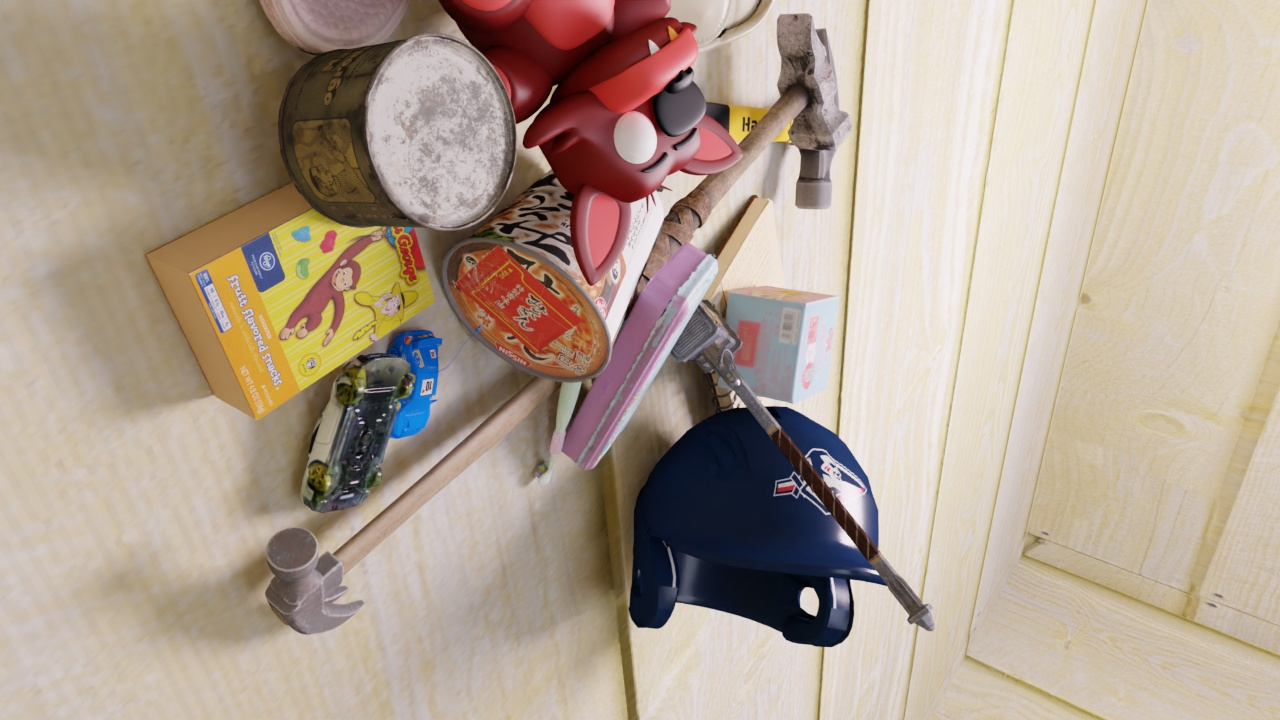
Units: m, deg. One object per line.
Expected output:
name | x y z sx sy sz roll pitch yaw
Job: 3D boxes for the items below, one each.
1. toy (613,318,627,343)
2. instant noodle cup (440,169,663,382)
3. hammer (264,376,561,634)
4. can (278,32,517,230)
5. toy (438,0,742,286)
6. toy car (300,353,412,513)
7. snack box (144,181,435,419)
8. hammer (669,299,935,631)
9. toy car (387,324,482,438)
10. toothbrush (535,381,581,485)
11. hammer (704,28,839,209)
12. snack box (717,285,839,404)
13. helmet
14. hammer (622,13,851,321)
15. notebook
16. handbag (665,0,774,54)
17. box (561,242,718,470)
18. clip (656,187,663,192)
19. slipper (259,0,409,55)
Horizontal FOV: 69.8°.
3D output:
toy | -0.005 -0.062 0.756 0.084 0.033 0.105 -8 115 -43
instant noodle cup | -0.048 -0.071 0.617 0.121 0.124 0.124 -59 147 -34
hammer | -0.119 0.058 0.633 0.330 0.031 0.120 -46 163 -39
can | -0.118 -0.110 0.451 0.089 0.075 0.090 -13 107 -50
toy | -0.023 -0.167 0.527 0.158 0.121 0.197 -45 116 -31
toy car | -0.174 0.042 0.554 0.048 0.033 0.105 -2 117 -60
snack box | -0.181 -0.043 0.494 0.125 0.040 0.088 -41 138 -37
hammer | 0.122 0.076 0.726 0.044 0.322 0.098 -40 163 10
toy car | -0.129 0.014 0.581 0.033 0.062 0.092 -11 116 -54
toothbrush | -0.060 0.041 0.697 0.022 0.015 0.155 -78 -175 -48
hammer | 0.088 -0.212 0.805 0.323 0.034 0.170 -15 111 -48
snack box | 0.130 -0.018 0.861 0.094 0.080 0.093 -15 113 -58
helmet | 0.117 0.153 0.838 0.232 0.273 0.223 14 90 -26
hammer | 0.065 -0.147 0.743 0.318 0.049 0.121 -49 133 -23
notebook | 0.110 -0.029 0.933 0.167 0.024 0.226 -58 146 -32
handbag | 0.018 -0.295 0.584 0.183 0.132 0.229 -42 137 -26
box | -0.004 0.004 0.695 0.076 0.033 0.215 -49 172 -44
clip | -0.009 -0.136 0.717 0.076 0.023 0.044 17 94 -56
slipper | -0.125 -0.266 0.436 0.094 0.064 0.239 -13 116 -53
